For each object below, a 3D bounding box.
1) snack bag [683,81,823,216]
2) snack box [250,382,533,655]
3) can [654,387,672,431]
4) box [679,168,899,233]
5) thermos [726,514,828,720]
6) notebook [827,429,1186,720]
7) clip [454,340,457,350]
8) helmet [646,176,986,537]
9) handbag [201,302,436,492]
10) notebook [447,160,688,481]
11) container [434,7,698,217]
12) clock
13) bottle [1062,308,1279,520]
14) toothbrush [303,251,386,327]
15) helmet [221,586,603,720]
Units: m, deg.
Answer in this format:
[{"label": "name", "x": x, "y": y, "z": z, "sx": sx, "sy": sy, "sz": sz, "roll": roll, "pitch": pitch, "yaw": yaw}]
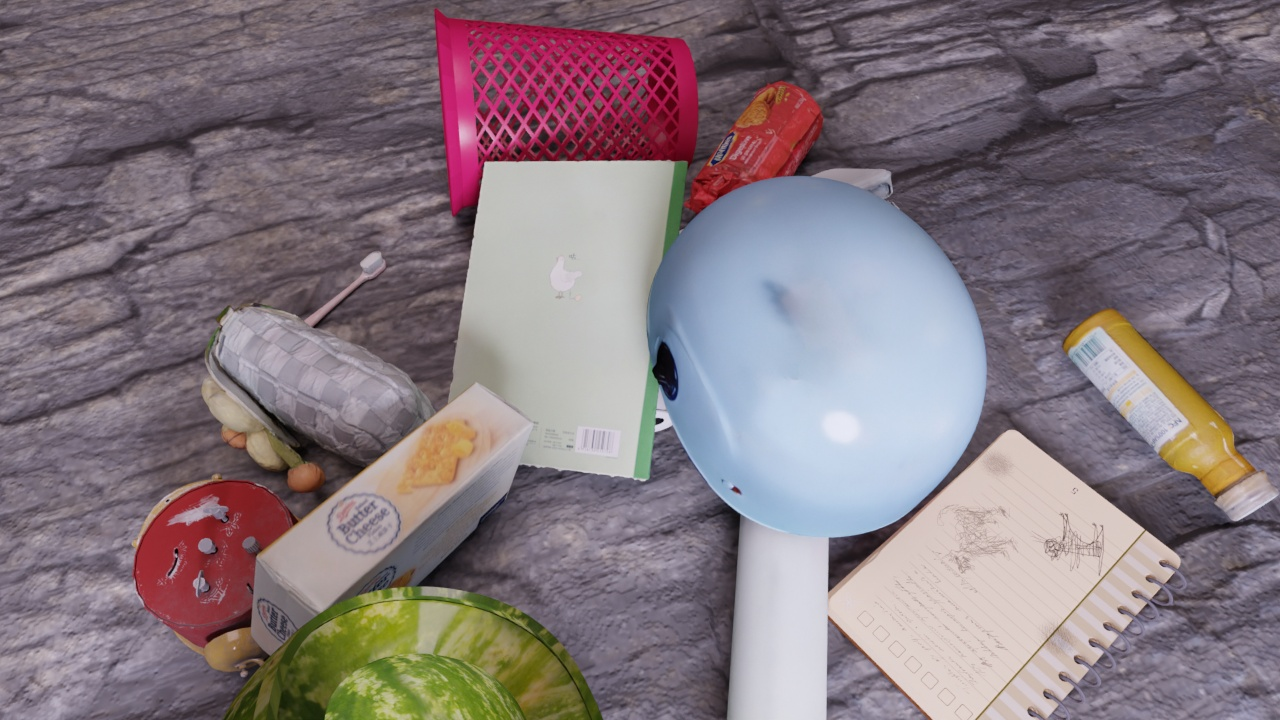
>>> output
[{"label": "snack bag", "x": 0.114, "y": -0.193, "z": 0.879, "sx": 0.082, "sy": 0.082, "sz": 0.176, "roll": 25, "pitch": 61, "yaw": 16}, {"label": "snack box", "x": -0.166, "y": 0.112, "z": 0.632, "sx": 0.057, "sy": 0.104, "sz": 0.207, "roll": 35, "pitch": 45, "yaw": 11}, {"label": "can", "x": -0.004, "y": 0.004, "z": 0.751, "sx": 0.064, "sy": 0.064, "sz": 0.127, "roll": -5, "pitch": 69, "yaw": -2}, {"label": "box", "x": 0.127, "y": -0.083, "z": 0.787, "sx": 0.216, "sy": 0.110, "sz": 0.108, "roll": -25, "pitch": 18, "yaw": -19}, {"label": "thermos", "x": 0.094, "y": 0.203, "z": 0.627, "sx": 0.068, "sy": 0.068, "sz": 0.229, "roll": 6, "pitch": 58, "yaw": 5}, {"label": "notebook", "x": 0.269, "y": 0.167, "z": 0.672, "sx": 0.225, "sy": 0.024, "sz": 0.167, "roll": -36, "pitch": 62, "yaw": -20}, {"label": "clip", "x": -0.115, "y": 0.003, "z": 0.791, "sx": 0.101, "sy": 0.038, "sz": 0.054, "roll": 1, "pitch": 33, "yaw": 3}, {"label": "helmet", "x": 0.126, "y": -0.023, "z": 0.630, "sx": 0.225, "sy": 0.167, "sz": 0.265, "roll": -20, "pitch": 69, "yaw": -18}, {"label": "handbag", "x": -0.253, "y": 0.040, "z": 0.718, "sx": 0.171, "sy": 0.113, "sz": 0.123, "roll": 24, "pitch": 70, "yaw": 16}, {"label": "notebook", "x": -0.063, "y": -0.039, "z": 0.735, "sx": 0.182, "sy": 0.010, "sz": 0.252, "roll": 4, "pitch": 82, "yaw": 21}, {"label": "container", "x": -0.071, "y": -0.235, "z": 0.863, "sx": 0.225, "sy": 0.184, "sz": 0.183, "roll": -5, "pitch": 57, "yaw": -11}, {"label": "clock", "x": -0.287, "y": 0.155, "z": 0.657, "sx": 0.159, "sy": 0.081, "sz": 0.116, "roll": 36, "pitch": 64, "yaw": 22}, {"label": "bottle", "x": 0.421, "y": 0.041, "z": 0.733, "sx": 0.053, "sy": 0.053, "sz": 0.186, "roll": -24, "pitch": 60, "yaw": -14}, {"label": "toothbrush", "x": -0.296, "y": -0.036, "z": 0.821, "sx": 0.016, "sy": 0.018, "sz": 0.180, "roll": 32, "pitch": 64, "yaw": 21}, {"label": "helmet", "x": -0.129, "y": 0.259, "z": 0.495, "sx": 0.213, "sy": 0.247, "sz": 0.243, "roll": 3, "pitch": 19, "yaw": -24}]
